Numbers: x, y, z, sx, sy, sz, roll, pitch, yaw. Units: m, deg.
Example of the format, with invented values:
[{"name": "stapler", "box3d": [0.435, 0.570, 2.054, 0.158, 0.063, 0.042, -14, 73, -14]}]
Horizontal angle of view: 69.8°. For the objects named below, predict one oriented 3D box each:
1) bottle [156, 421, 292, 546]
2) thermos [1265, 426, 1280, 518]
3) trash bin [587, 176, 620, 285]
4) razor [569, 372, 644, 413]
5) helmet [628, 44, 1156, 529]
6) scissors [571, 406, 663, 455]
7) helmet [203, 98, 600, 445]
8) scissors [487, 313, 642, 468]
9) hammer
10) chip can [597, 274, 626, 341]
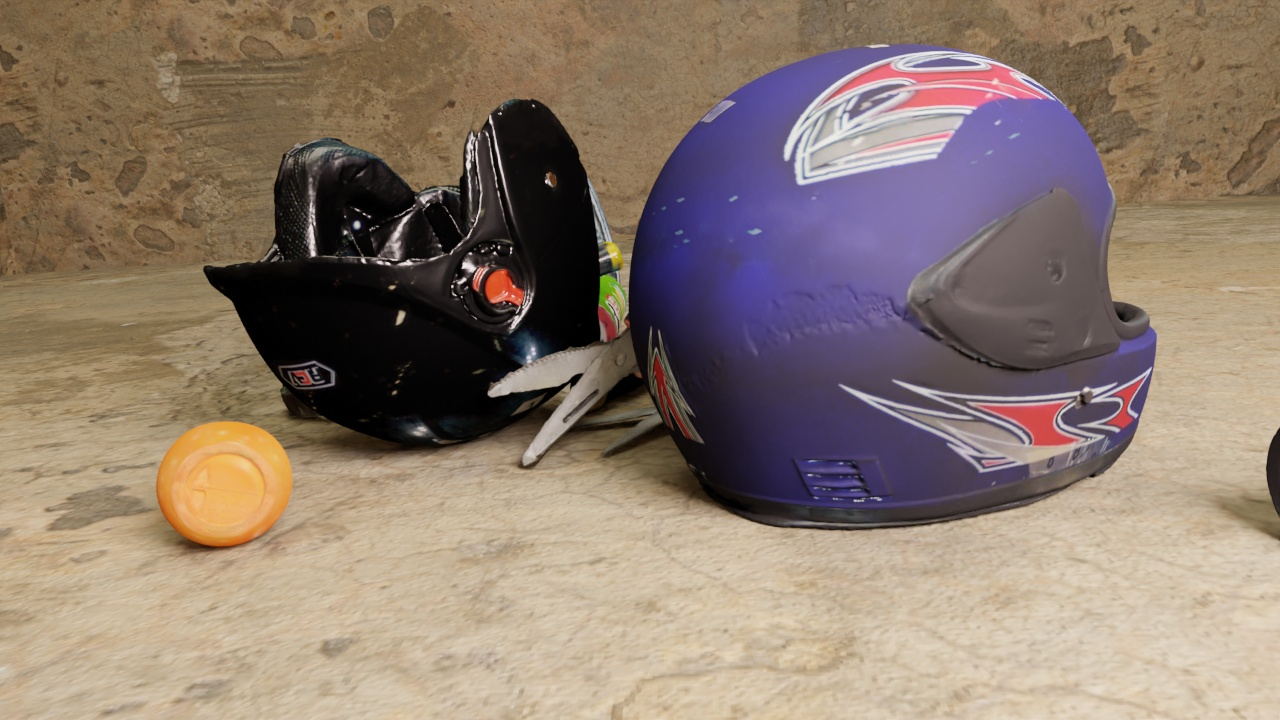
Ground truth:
[{"name": "bottle", "box3d": [-0.241, 0.063, 0.536, 0.066, 0.067, 0.150, -9, 6, -23]}, {"name": "thermos", "box3d": [0.405, 0.029, 0.409, 0.242, 0.090, 0.068, -7, -4, -13]}, {"name": "trash bin", "box3d": [-0.158, -0.131, 1.133, 0.195, 0.227, 0.227, -21, 16, -15]}, {"name": "razor", "box3d": [-0.005, 0.005, 0.774, 0.067, 0.062, 0.167, 33, 31, 16]}, {"name": "helmet", "box3d": [0.148, -0.053, 0.524, 0.314, 0.240, 0.247, -9, 14, -25]}, {"name": "scissors", "box3d": [0.050, 0.030, 0.694, 0.221, 0.022, 0.228, -6, 13, 10]}, {"name": "helmet", "box3d": [-0.149, -0.051, 0.640, 0.234, 0.230, 0.273, 0, 23, 38]}, {"name": "scissors", "box3d": [0.005, -0.012, 0.612, 0.226, 0.189, 0.015, 11, 10, -38]}, {"name": "hammer", "box3d": [-0.161, -0.031, 0.817, 0.322, 0.032, 0.126, -26, 20, -15]}, {"name": "chip can", "box3d": [-0.054, -0.045, 0.958, 0.072, 0.072, 0.235, -3, 11, 2]}]
